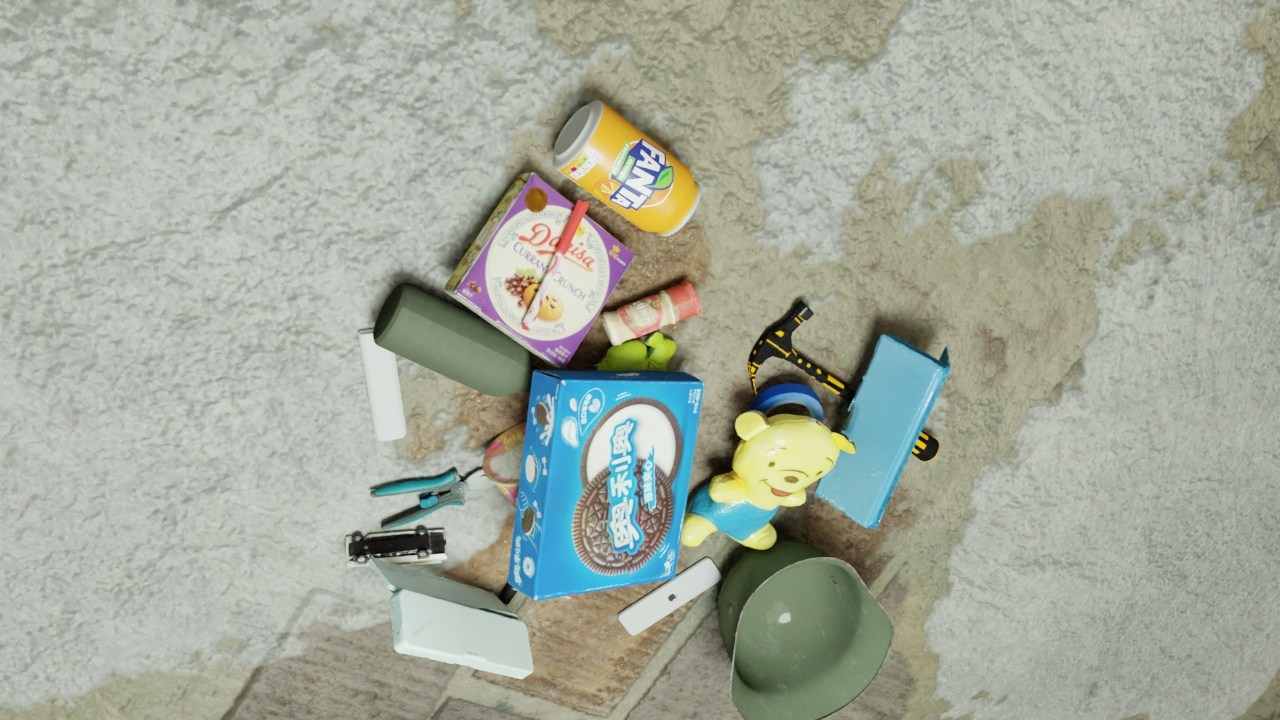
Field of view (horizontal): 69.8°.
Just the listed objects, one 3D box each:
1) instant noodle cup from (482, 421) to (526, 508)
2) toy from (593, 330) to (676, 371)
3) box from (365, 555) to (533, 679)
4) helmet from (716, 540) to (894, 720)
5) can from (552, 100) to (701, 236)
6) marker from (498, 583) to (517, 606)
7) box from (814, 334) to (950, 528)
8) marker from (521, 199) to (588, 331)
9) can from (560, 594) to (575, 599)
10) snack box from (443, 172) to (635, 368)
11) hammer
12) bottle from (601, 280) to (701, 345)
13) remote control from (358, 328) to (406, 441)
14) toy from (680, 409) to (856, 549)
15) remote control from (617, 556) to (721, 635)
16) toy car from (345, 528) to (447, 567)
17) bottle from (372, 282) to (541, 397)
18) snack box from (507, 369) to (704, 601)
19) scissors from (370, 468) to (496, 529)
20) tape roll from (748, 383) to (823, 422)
[{"bbox_3d":[-0.114,0.139,1.047,0.097,0.097,0.109,-26,128,-5],"label":"instant noodle cup"},{"bbox_3d":[-0.006,0.006,1.046,0.093,0.036,0.094,11,113,-31],"label":"toy"},{"bbox_3d":[-0.208,0.285,1.030,0.049,0.136,0.197,-47,135,8],"label":"box"},{"bbox_3d":[0.190,0.332,1.199,0.226,0.153,0.268,-16,124,-12],"label":"helmet"},{"bbox_3d":[-0.013,-0.190,0.921,0.142,0.079,0.079,31,102,-28],"label":"can"},{"bbox_3d":[-0.181,0.314,1.148,0.016,0.016,0.141,28,104,-28],"label":"marker"},{"bbox_3d":[0.314,0.085,1.138,0.102,0.094,0.232,-7,122,-46],"label":"box"},{"bbox_3d":[-0.086,-0.095,0.914,0.012,0.013,0.142,26,85,-27],"label":"marker"},{"bbox_3d":[-0.043,0.219,1.118,0.170,0.067,0.067,-36,121,1],"label":"can"},{"bbox_3d":[-0.101,-0.091,0.938,0.143,0.041,0.148,36,81,-29],"label":"snack box"},{"bbox_3d":[0.266,0.050,1.160,0.320,0.036,0.123,32,106,-27],"label":"hammer"},{"bbox_3d":[0.012,-0.052,1.019,0.109,0.044,0.044,-21,120,-7],"label":"bottle"},{"bbox_3d":[-0.274,0.027,0.979,0.033,0.012,0.131,-8,117,-15],"label":"remote control"},{"bbox_3d":[0.148,0.142,1.119,0.148,0.084,0.214,13,124,-29],"label":"toy"},{"bbox_3d":[0.040,0.315,1.226,0.146,0.008,0.045,-33,120,-1],"label":"remote control"},{"bbox_3d":[-0.281,0.220,1.059,0.113,0.039,0.039,-2,137,-17],"label":"toy car"},{"bbox_3d":[-0.172,-0.007,0.963,0.206,0.071,0.071,27,104,-27],"label":"bottle"},{"bbox_3d":[-0.035,0.129,0.996,0.195,0.056,0.239,1,101,-39],"label":"snack box"},{"bbox_3d":[-0.238,0.155,1.051,0.128,0.019,0.153,33,100,-30],"label":"scissors"},{"bbox_3d":[0.179,0.068,1.128,0.091,0.016,0.093,23,126,-23],"label":"tape roll"}]
